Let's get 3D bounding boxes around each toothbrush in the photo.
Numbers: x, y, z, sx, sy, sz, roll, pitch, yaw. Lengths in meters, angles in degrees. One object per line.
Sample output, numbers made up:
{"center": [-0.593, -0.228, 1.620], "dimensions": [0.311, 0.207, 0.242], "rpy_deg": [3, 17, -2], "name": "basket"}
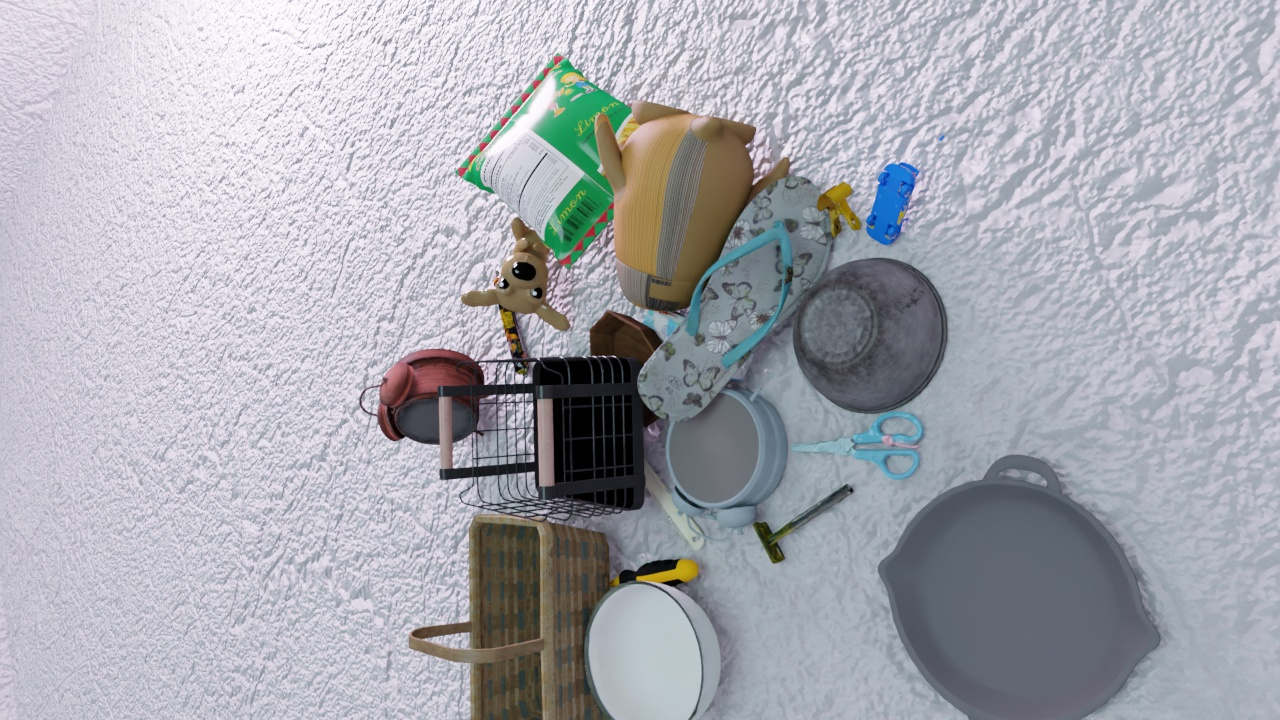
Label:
{"center": [-0.013, 0.238, 0.992], "dimensions": [0.197, 0.031, 0.031], "rpy_deg": [-22, 85, 41], "name": "toothbrush"}

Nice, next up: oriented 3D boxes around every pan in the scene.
{"center": [0.287, 0.254, 0.733], "dimensions": [0.217, 0.024, 0.354], "rpy_deg": [7, 88, 41], "name": "pan"}

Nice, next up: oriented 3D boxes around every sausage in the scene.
{"center": [-0.165, -0.047, 1.165], "dimensions": [0.020, 0.020, 0.155], "rpy_deg": [-31, 65, 33], "name": "sausage"}

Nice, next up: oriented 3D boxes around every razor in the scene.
{"center": [0.156, 0.147, 0.864], "dimensions": [0.106, 0.026, 0.042], "rpy_deg": [-40, 58, 25], "name": "razor"}

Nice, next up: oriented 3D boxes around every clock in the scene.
{"center": [0.081, 0.101, 0.918], "dimensions": [0.123, 0.045, 0.159], "rpy_deg": [11, 90, 41], "name": "clock"}
{"center": [-0.270, 0.049, 1.149], "dimensions": [0.121, 0.157, 0.072], "rpy_deg": [112, 157, -46], "name": "clock"}

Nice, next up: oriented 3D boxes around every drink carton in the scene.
{"center": [0.057, -0.020, 0.956], "dimensions": [0.129, 0.044, 0.039], "rpy_deg": [30, 103, 37], "name": "drink carton"}

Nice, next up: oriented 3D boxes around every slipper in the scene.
{"center": [0.098, -0.052, 0.874], "dimensions": [0.098, 0.054, 0.269], "rpy_deg": [34, 95, -4], "name": "slipper"}

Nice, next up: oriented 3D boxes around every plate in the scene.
{"center": [-0.006, 0.005, 0.987], "dimensions": [0.131, 0.025, 0.131], "rpy_deg": [33, 136, 38], "name": "plate"}

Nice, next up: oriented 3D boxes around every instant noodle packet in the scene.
{"center": [-0.091, -0.240, 1.068], "dimensions": [0.195, 0.090, 0.253], "rpy_deg": [-49, 54, 1], "name": "instant noodle packet"}

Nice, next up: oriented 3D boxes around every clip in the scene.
{"center": [0.193, -0.142, 0.862], "dimensions": [0.039, 0.052, 0.047], "rpy_deg": [-17, 103, 36], "name": "clip"}

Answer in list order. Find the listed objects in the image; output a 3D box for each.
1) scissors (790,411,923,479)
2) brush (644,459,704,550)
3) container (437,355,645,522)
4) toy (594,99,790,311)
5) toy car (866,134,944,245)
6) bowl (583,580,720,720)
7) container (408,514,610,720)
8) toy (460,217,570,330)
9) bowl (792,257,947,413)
{"center": [0.197, 0.082, 0.847], "dimensions": [0.139, 0.015, 0.063], "rpy_deg": [-11, 81, 45], "name": "scissors"}
{"center": [0.004, 0.121, 1.003], "dimensions": [0.033, 0.012, 0.217], "rpy_deg": [-53, 56, 22], "name": "brush"}
{"center": [-0.110, 0.079, 0.988], "dimensions": [0.242, 0.130, 0.163], "rpy_deg": [-2, 89, 54], "name": "container"}
{"center": [0.036, -0.150, 0.937], "dimensions": [0.162, 0.198, 0.203], "rpy_deg": [-101, 23, -72], "name": "toy"}
{"center": [0.245, -0.156, 0.836], "dimensions": [0.033, 0.061, 0.092], "rpy_deg": [42, 140, 36], "name": "toy car"}
{"center": [0.021, 0.297, 0.923], "dimensions": [0.154, 0.072, 0.153], "rpy_deg": [-6, 81, 40], "name": "bowl"}
{"center": [-0.140, 0.289, 0.971], "dimensions": [0.158, 0.186, 0.250], "rpy_deg": [-8, 82, 48], "name": "container"}
{"center": [-0.136, -0.107, 1.099], "dimensions": [0.106, 0.134, 0.108], "rpy_deg": [118, 166, -71], "name": "toy"}
{"center": [0.192, -0.027, 0.825], "dimensions": [0.145, 0.067, 0.145], "rpy_deg": [-7, 80, 40], "name": "bowl"}
